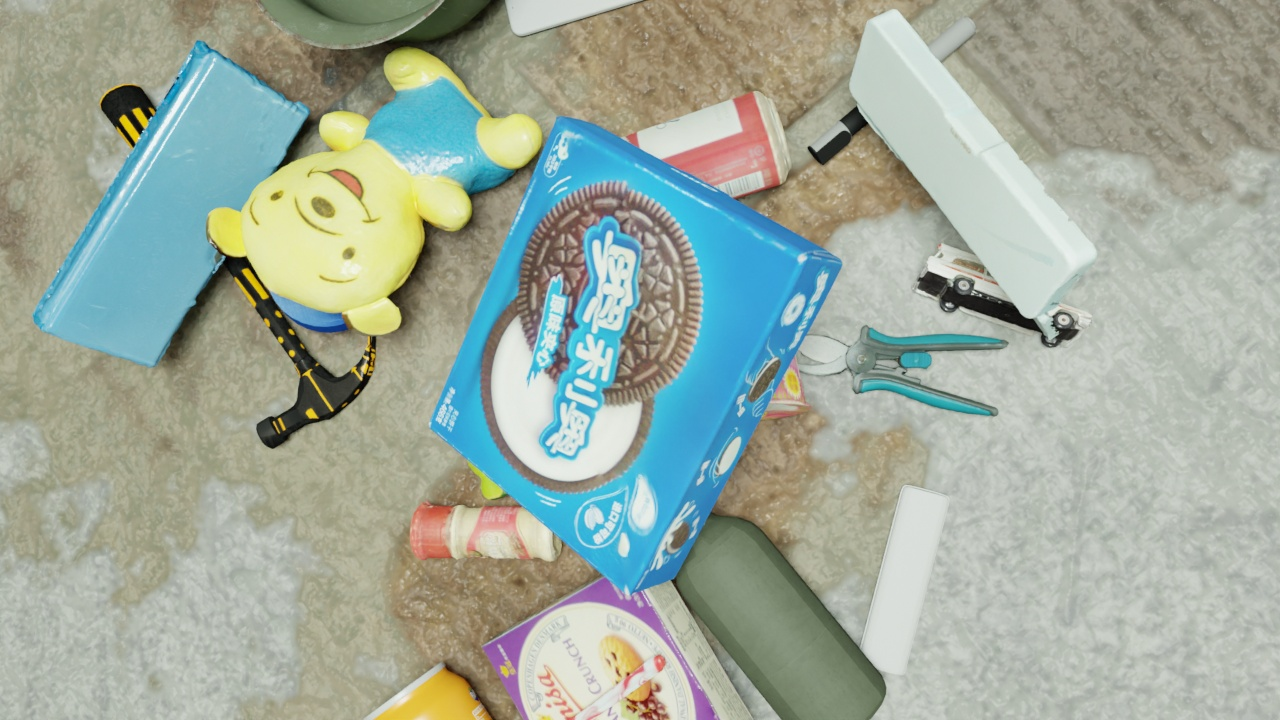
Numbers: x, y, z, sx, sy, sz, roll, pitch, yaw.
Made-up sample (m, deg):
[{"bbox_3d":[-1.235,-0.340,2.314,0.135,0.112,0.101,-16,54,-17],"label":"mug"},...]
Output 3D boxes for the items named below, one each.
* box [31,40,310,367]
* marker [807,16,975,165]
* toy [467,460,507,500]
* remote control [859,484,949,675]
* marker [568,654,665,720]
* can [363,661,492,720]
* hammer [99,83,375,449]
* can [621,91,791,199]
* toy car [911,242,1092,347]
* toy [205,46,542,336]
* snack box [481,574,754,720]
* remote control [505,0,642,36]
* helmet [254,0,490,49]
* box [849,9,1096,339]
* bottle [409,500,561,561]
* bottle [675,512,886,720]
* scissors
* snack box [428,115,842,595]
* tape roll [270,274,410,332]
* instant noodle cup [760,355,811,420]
[{"bbox_3d":[-0.362,-0.123,0.687,0.102,0.094,0.231,33,92,36],"label":"box"},{"bbox_3d":[0.179,-0.192,0.653,0.140,0.016,0.016,-40,82,6],"label":"marker"},{"bbox_3d":[-0.079,0.070,0.678,0.093,0.036,0.094,38,93,17],"label":"toy"},{"bbox_3d":[0.184,0.153,0.640,0.033,0.012,0.131,15,91,10],"label":"remote control"},{"bbox_3d":[-0.033,0.236,0.614,0.142,0.012,0.013,-44,81,25],"label":"marker"},{"bbox_3d":[-0.130,0.295,0.654,0.079,0.079,0.142,-37,83,6],"label":"can"},{"bbox_3d":[-0.326,-0.090,0.727,0.123,0.036,0.320,-36,84,3],"label":"hammer"},{"bbox_3d":[0.019,-0.134,0.652,0.170,0.067,0.067,-17,85,9],"label":"can"},{"bbox_3d":[0.247,-0.046,0.627,0.113,0.039,0.039,20,70,9],"label":"toy car"},{"bbox_3d":[-0.186,-0.119,0.665,0.149,0.084,0.213,39,80,14],"label":"toy"},{"bbox_3d":[-0.017,0.226,0.636,0.148,0.040,0.143,-35,83,26],"label":"snack box"},{"bbox_3d":[-0.032,-0.286,0.696,0.147,0.008,0.045,-13,86,9],"label":"remote control"},{"bbox_3d":[-0.171,-0.328,0.647,0.227,0.154,0.267,7,84,11],"label":"helmet"},{"bbox_3d":[0.196,-0.107,0.563,0.049,0.136,0.197,-31,68,6],"label":"box"},{"bbox_3d":[-0.113,0.127,0.677,0.109,0.044,0.044,-1,88,9],"label":"bottle"},{"bbox_3d":[0.076,0.163,0.629,0.071,0.071,0.207,-40,82,6],"label":"bottle"},{"bbox_3d":[0.186,0.002,0.643,0.153,0.019,0.128,-35,81,8],"label":"scissors"},{"bbox_3d":[-0.016,-0.004,0.582,0.195,0.056,0.239,35,109,27],"label":"snack box"},{"bbox_3d":[-0.237,-0.069,0.702,0.093,0.016,0.091,-43,85,-15],"label":"tape roll"},{"bbox_3d":[0.063,-0.015,0.632,0.098,0.097,0.108,-6,78,9],"label":"instant noodle cup"}]
